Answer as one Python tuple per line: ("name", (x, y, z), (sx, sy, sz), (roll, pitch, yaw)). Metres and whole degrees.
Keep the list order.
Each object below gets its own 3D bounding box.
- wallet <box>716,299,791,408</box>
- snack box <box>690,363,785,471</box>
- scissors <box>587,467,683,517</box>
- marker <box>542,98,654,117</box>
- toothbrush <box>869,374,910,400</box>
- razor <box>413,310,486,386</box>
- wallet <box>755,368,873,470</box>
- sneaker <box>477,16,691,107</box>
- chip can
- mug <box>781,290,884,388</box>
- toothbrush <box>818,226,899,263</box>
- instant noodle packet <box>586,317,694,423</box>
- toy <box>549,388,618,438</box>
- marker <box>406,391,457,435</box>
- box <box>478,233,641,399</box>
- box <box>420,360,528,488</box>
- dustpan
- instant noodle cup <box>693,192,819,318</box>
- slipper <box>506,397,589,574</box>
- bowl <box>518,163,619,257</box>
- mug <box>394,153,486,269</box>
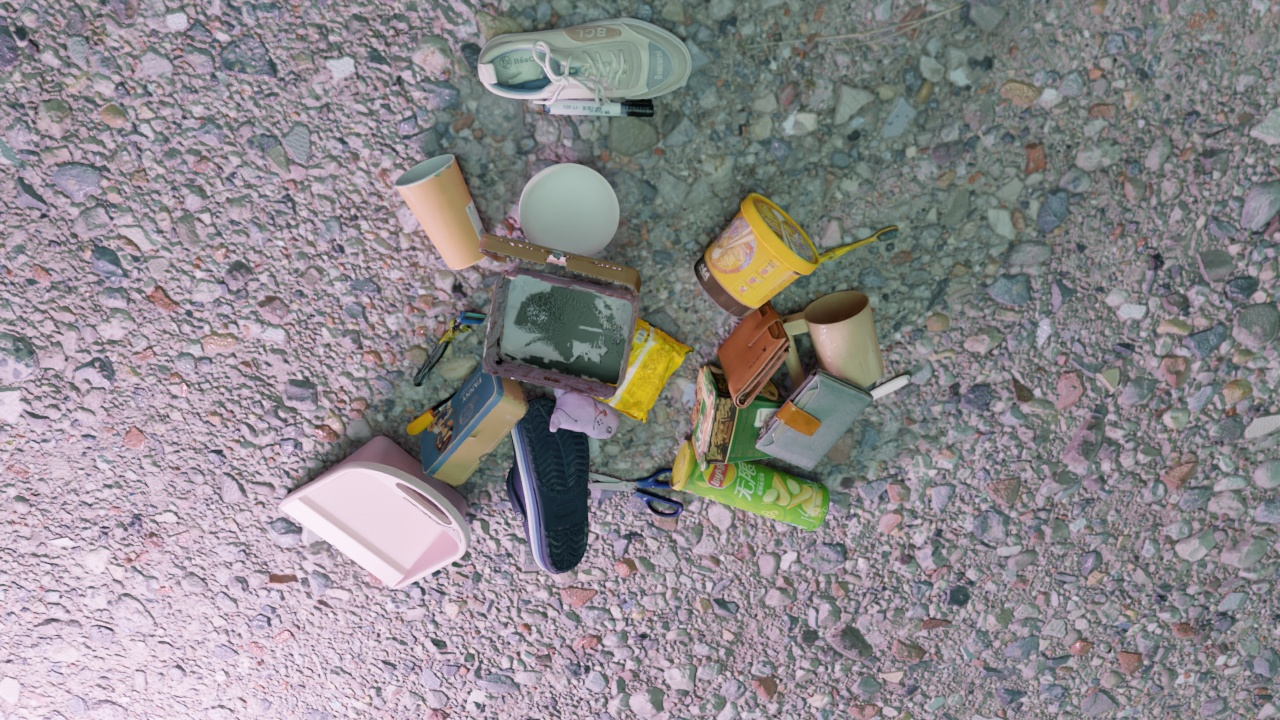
("wallet", (0.141, -0.013, 1.141), (0.031, 0.131, 0.108), (30, 112, -19))
("snack box", (0.130, 0.072, 1.205), (0.105, 0.117, 0.118), (4, 115, -7))
("scissors", (-0.009, 0.173, 1.308), (0.171, 0.012, 0.141), (39, 111, -18))
("marker", (-0.049, -0.297, 1.074), (0.130, 0.018, 0.023), (2, 107, -2))
("toothbrush", (0.287, 0.065, 1.256), (0.180, 0.016, 0.016), (-29, 115, 13))
("razor", (-0.259, -0.017, 1.208), (0.143, 0.022, 0.042), (-48, 152, 23))
("wallet", (0.217, 0.077, 1.153), (0.106, 0.037, 0.130), (21, 118, -30))
("sneaker", (-0.062, -0.329, 1.018), (0.242, 0.090, 0.090), (-2, 117, -1))
("chip can", (0.155, 0.176, 1.278), (0.221, 0.072, 0.073), (18, 114, -10))
("mug", (0.243, -0.020, 1.180), (0.125, 0.084, 0.103), (-14, 117, 15))
("toothbrush", (0.236, -0.129, 1.159), (0.191, 0.018, 0.016), (-21, 113, 9))
("instant noodle packet", (-0.007, 0.007, 1.210), (0.110, 0.044, 0.129), (29, 110, -12))
("toy", (-0.075, 0.068, 1.223), (0.108, 0.083, 0.039), (18, 150, -32))
("marker", (-0.268, 0.064, 1.251), (0.124, 0.015, 0.018), (-33, 116, 12))
("box", (-0.099, -0.039, 1.089), (0.180, 0.226, 0.156), (13, 88, 2))
("box", (-0.218, 0.079, 1.212), (0.059, 0.089, 0.185), (27, 113, -34))
("dustpan", (-0.360, 0.226, 1.261), (0.222, 0.138, 0.274), (40, 109, -19))
("instant noodle cup", (0.136, -0.122, 1.113), (0.118, 0.118, 0.115), (37, 118, -17))
("slipper", (-0.130, 0.168, 1.265), (0.095, 0.104, 0.253), (4, 107, 44))
("bowl", (-0.084, -0.186, 1.102), (0.118, 0.064, 0.118), (0, 116, 0))
("mug", (-0.231, -0.176, 1.104), (0.078, 0.078, 0.123), (-20, 120, 9))
